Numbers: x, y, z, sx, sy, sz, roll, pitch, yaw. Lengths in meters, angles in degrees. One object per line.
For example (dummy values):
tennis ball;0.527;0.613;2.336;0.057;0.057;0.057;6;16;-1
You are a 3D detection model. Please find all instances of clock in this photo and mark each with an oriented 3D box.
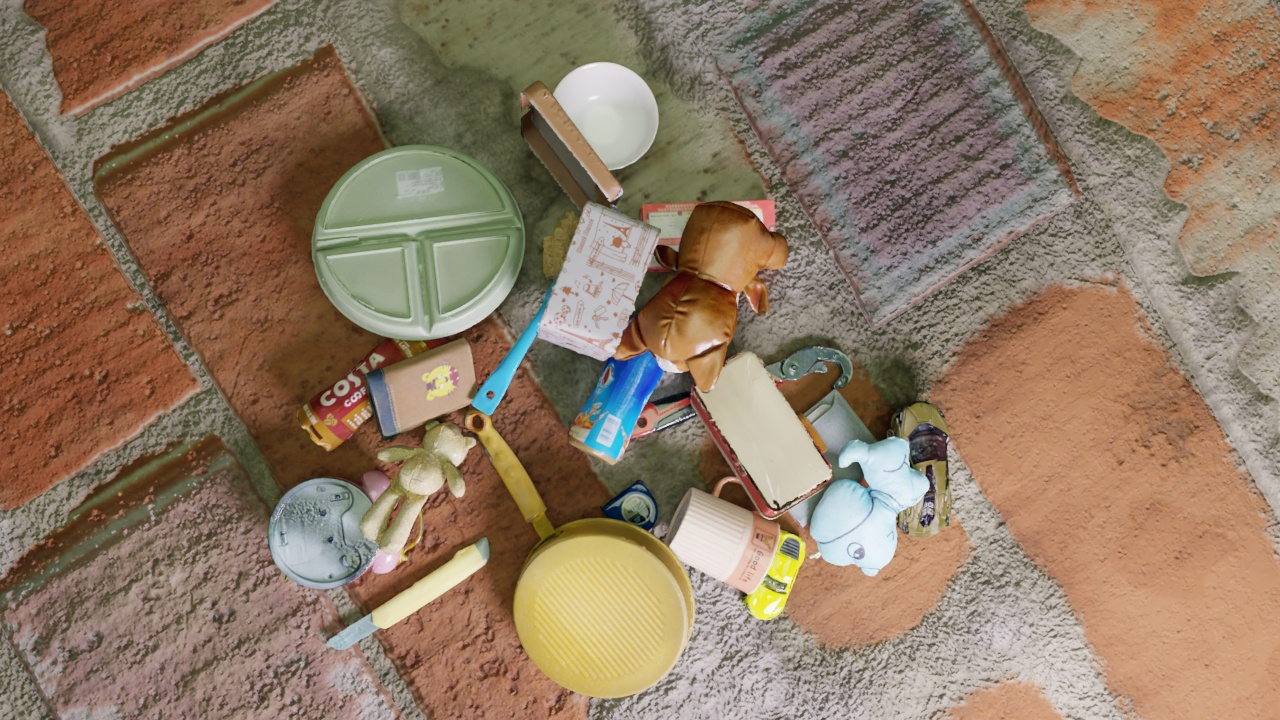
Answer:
clock;-0.314;0.179;0.989;0.158;0.060;0.117;-8;88;-3

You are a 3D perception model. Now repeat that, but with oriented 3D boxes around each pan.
pan;-0.087;0.202;1.000;0.198;0.078;0.357;-37;94;14

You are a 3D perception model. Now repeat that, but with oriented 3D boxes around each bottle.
bottle;-0.006;0.006;1.013;0.065;0.065;0.218;27;81;-4
bottle;-0.287;0.022;0.995;0.175;0.057;0.057;-40;92;-5

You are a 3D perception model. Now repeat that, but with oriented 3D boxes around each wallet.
wallet;-0.231;0.031;0.979;0.115;0.033;0.090;-24;132;-26
wallet;0.202;0.109;1.045;0.129;0.037;0.106;-38;93;-5

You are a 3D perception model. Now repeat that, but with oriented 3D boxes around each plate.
plate;-0.241;-0.133;0.992;0.230;0.027;0.230;1;75;-5

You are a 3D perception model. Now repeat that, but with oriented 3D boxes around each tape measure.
tape measure;-0.008;0.169;1.031;0.058;0.025;0.054;-36;93;-1

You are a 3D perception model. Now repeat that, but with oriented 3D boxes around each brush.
brush;-0.109;-0.054;1.013;0.083;0.046;0.254;32;80;-7

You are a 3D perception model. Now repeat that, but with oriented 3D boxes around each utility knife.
utility knife;-0.252;0.261;1.011;0.204;0.021;0.031;-32;88;-12

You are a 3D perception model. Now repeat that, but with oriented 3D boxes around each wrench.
wrench;0.112;0.035;1.049;0.273;0.016;0.056;-15;85;-5

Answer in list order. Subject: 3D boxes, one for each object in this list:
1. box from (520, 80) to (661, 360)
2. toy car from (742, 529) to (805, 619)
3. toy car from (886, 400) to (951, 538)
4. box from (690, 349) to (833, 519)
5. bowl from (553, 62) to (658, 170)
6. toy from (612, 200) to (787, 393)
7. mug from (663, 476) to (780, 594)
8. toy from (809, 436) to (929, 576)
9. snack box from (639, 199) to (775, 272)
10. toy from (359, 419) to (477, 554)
box;-0.056;-0.131;0.917;0.134;0.179;0.270;-9;90;-7
toy car;0.153;0.244;1.040;0.048;0.032;0.105;23;88;-4
toy car;0.316;0.124;1.037;0.070;0.042;0.158;-10;101;-14
box;0.130;0.076;0.985;0.091;0.076;0.168;-30;76;-8
bowl;-0.042;-0.263;1.019;0.118;0.065;0.118;0;89;-5
toy;0.065;-0.066;0.963;0.140;0.130;0.199;15;66;28
mug;0.094;0.183;1.014;0.106;0.082;0.114;25;74;-2
toy;0.247;0.166;1.016;0.156;0.049;0.161;-29;105;15
snack box;0.078;-0.142;1.046;0.153;0.025;0.075;-3;88;-5
toy;-0.235;0.131;0.971;0.105;0.066;0.156;21;58;16
